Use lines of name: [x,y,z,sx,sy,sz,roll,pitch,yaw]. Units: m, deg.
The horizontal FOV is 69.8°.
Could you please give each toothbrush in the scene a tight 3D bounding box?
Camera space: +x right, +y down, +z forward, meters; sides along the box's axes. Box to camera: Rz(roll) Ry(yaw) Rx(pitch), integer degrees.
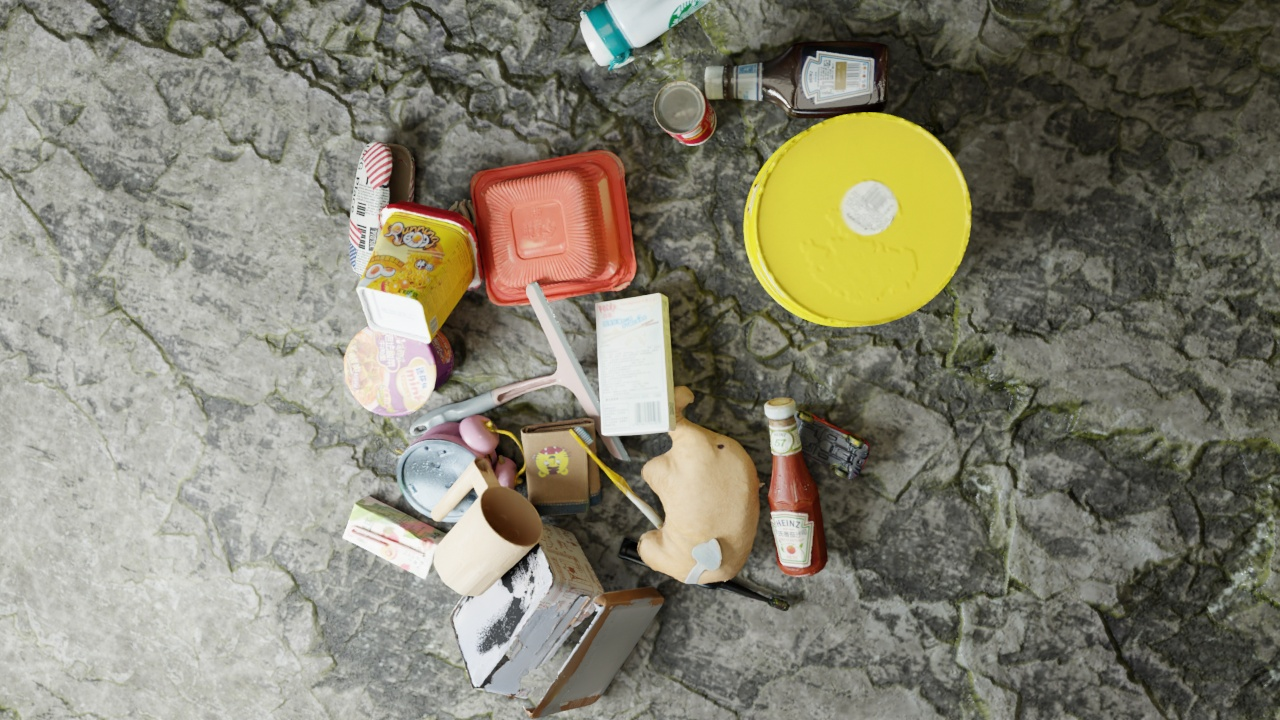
toothbrush: [0.076,0.260,1.100,0.213,0.027,0.026,18,65,7]
toothbrush: [-0.018,0.143,1.076,0.018,0.016,0.191,-41,111,1]

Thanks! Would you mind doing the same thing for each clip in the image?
clip: [-0.214,-0.143,1.093,0.061,0.034,0.097,12,105,7]

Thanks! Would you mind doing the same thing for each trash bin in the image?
trash bin: [0.209,-0.136,0.905,0.230,0.255,0.229,1,98,10]

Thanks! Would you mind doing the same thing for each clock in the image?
clock: [-0.211,0.126,1.101,0.159,0.059,0.117,-17,112,18]

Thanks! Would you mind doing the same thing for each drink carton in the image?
drink carton: [-0.308,0.222,1.154,0.122,0.045,0.053,25,102,6]

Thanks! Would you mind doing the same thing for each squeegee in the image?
squeegee: [-0.171,0.046,1.108,0.250,0.040,0.248,-18,113,18]

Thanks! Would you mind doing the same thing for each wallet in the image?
wallet: [-0.092,0.127,1.086,0.090,0.033,0.115,-6,114,-7]

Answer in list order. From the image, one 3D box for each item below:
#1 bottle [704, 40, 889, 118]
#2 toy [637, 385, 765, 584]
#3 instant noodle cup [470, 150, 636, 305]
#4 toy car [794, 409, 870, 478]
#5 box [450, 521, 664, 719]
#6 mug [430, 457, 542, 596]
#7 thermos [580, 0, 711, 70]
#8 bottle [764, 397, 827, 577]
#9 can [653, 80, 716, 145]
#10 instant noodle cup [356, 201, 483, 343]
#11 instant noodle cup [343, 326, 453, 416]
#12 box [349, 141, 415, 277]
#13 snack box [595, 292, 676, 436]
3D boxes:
bottle: [0.168,-0.304,0.997,0.195,0.044,0.080,2,90,11]
toy: [0.070,0.144,1.057,0.143,0.082,0.226,2,87,4]
instant noodle cup: [-0.104,-0.149,1.049,0.189,0.079,0.164,-9,97,10]
toy car: [0.208,0.093,1.050,0.106,0.031,0.049,25,106,17]
box: [-0.088,0.314,1.104,0.192,0.156,0.183,26,105,-37]
mug: [-0.185,0.191,1.048,0.104,0.084,0.124,-47,65,25]
thermos: [0.038,-0.401,0.995,0.224,0.073,0.073,-30,92,13]
bottle: [0.171,0.143,1.036,0.060,0.059,0.206,-8,105,11]
can: [0.050,-0.261,0.978,0.053,0.132,0.053,1,98,10]
instant noodle cup: [-0.249,-0.095,1.019,0.116,0.116,0.123,14,55,8]
instant noodle cup: [-0.278,0.003,1.090,0.112,0.099,0.111,2,100,10]
box: [-0.317,-0.176,1.083,0.075,0.080,0.163,12,103,14]
snack box: [-0.006,0.006,1.052,0.085,0.026,0.156,-7,81,23]
